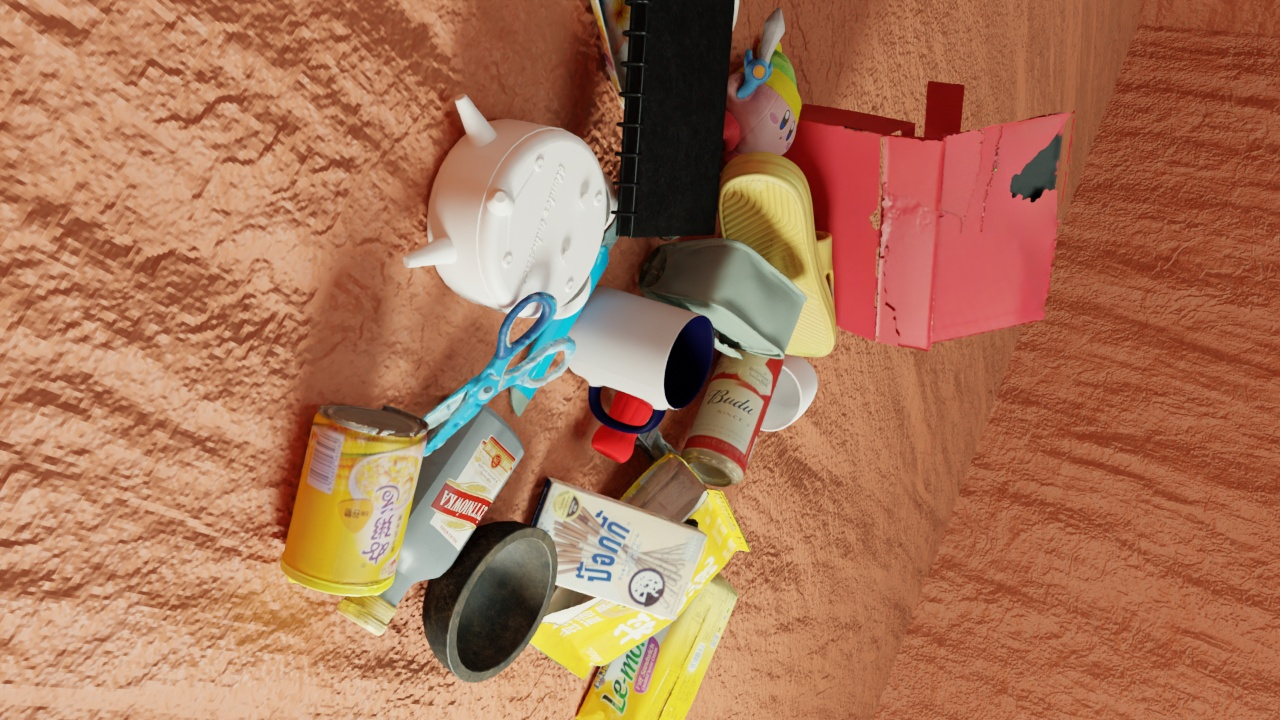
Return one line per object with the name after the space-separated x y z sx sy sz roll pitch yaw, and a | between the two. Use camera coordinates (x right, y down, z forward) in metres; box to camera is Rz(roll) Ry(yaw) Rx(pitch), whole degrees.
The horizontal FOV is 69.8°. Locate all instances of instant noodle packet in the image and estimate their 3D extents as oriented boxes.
-0.005 0.211 0.893 0.221 0.084 0.163 -45 147 -10 | instant noodle packet

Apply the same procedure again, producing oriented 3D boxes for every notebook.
0.029 -0.210 0.687 0.168 0.019 0.231 -17 114 -63 | notebook

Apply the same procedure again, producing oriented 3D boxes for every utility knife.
-0.050 -0.050 0.726 0.209 0.015 0.031 -59 150 -13 | utility knife

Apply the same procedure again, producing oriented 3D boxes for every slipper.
0.130 -0.101 0.868 0.264 0.100 0.078 67 30 -51 | slipper

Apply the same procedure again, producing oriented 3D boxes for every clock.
-0.071 -0.091 0.609 0.160 0.073 0.125 17 91 -61 | clock

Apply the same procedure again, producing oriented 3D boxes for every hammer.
0.066 -0.057 0.906 0.316 0.028 0.147 -62 149 -16 | hammer

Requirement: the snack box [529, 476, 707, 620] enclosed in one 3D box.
-0.024 0.163 0.788 0.150 0.026 0.082 22 88 -17 | snack box

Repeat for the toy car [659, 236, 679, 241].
0.033 -0.157 0.780 0.048 0.040 0.113 -35 134 -48 | toy car

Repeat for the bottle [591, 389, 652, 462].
-0.001 0.030 0.799 0.118 0.036 0.036 -62 149 -15 | bottle

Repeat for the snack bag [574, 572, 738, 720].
0.026 0.328 1.018 0.247 0.068 0.159 -63 151 -14 | snack bag

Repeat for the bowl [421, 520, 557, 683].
-0.122 0.173 0.692 0.121 0.056 0.121 -36 135 -46 | bowl

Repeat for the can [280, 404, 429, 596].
-0.170 0.082 0.548 0.067 0.068 0.105 4 103 -60 | can

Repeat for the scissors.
-0.101 0.008 0.593 0.140 0.014 0.090 -33 144 -21 | scissors

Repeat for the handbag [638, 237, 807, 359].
0.073 -0.050 0.812 0.121 0.106 0.067 32 73 -41 | handbag

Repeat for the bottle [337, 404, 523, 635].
-0.145 0.108 0.626 0.161 0.046 0.072 -58 147 -22 | bottle

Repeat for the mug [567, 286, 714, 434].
-0.004 0.004 0.751 0.078 0.097 0.112 1 106 -59 | mug

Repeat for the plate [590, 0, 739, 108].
0.018 -0.294 0.701 0.186 0.016 0.187 -53 146 -29 | plate

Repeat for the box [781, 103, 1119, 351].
0.268 -0.122 0.864 0.123 0.316 0.211 -52 143 -50 | box

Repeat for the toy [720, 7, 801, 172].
0.103 -0.241 0.832 0.131 0.097 0.124 -48 141 -3 | toy

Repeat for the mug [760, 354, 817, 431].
0.155 0.017 1.064 0.087 0.081 0.114 -20 92 -62 | mug

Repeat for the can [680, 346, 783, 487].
0.099 0.047 0.960 0.169 0.067 0.067 -65 151 -29 | can
